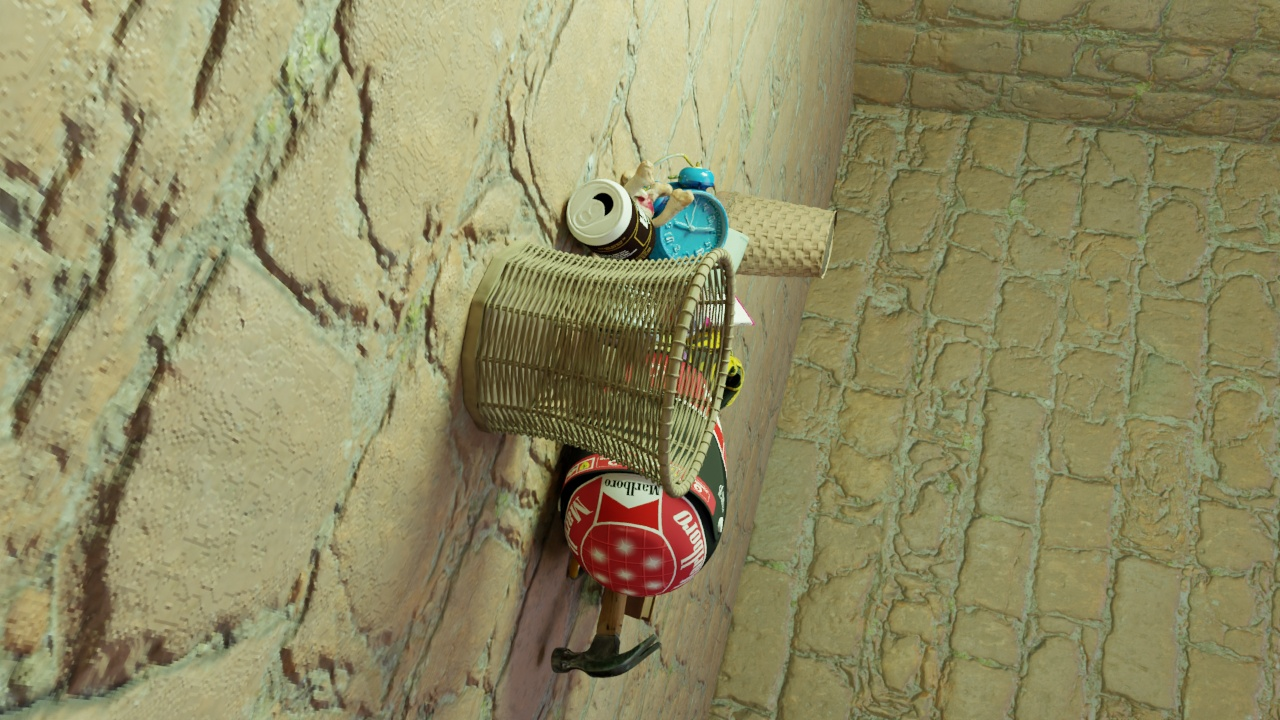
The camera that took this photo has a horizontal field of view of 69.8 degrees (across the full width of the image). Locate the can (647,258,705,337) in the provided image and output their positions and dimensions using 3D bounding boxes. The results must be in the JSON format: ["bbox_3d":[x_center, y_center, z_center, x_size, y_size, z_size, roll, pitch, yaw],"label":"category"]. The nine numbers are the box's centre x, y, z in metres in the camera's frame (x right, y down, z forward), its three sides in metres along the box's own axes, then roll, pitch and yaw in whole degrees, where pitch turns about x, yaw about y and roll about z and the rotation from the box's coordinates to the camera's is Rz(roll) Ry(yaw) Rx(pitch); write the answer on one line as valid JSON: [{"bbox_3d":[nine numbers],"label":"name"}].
[{"bbox_3d":[0.053,-0.096,1.324,0.136,0.078,0.078,75,30,-58],"label":"can"}]

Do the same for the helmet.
[{"bbox_3d":[0.004,0.158,1.095,0.224,0.198,0.271,-73,165,-50],"label":"helmet"}]

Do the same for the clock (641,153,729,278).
[{"bbox_3d":[0.053,-0.190,1.200,0.060,0.116,0.161,36,-29,63],"label":"clock"}]

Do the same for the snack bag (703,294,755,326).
[{"bbox_3d":[0.126,-0.084,1.532,0.016,0.070,0.196,-41,160,30],"label":"snack bag"}]

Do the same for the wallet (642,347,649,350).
[{"bbox_3d":[-0.007,0.007,1.203,0.121,0.013,0.087,-50,-162,58],"label":"wallet"}]

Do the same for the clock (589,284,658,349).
[{"bbox_3d":[-0.017,-0.044,1.105,0.118,0.083,0.057,63,34,-64],"label":"clock"}]

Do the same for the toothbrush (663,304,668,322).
[{"bbox_3d":[0.005,-0.004,1.261,0.184,0.015,0.015,-65,169,0],"label":"toothbrush"}]

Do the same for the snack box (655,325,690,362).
[{"bbox_3d":[0.046,0.047,1.330,0.143,0.041,0.147,62,25,-54],"label":"snack box"}]

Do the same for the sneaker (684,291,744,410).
[{"bbox_3d":[0.121,-0.017,1.539,0.086,0.122,0.238,80,26,-56],"label":"sneaker"}]

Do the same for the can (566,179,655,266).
[{"bbox_3d":[-0.031,-0.147,1.002,0.128,0.072,0.072,27,74,-74],"label":"can"}]

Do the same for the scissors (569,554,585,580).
[{"bbox_3d":[-0.051,0.219,1.286,0.226,0.016,0.224,80,26,-54],"label":"scissors"}]

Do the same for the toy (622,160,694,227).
[{"bbox_3d":[-0.002,-0.181,1.110,0.085,0.074,0.106,28,94,-41],"label":"toy"}]

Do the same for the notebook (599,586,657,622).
[{"bbox_3d":[0.000,0.258,1.320,0.169,0.022,0.210,-17,-124,67],"label":"notebook"}]

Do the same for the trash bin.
[{"bbox_3d":[0.229,-0.212,1.626,0.151,0.210,0.151,12,89,-74],"label":"trash bin"}]

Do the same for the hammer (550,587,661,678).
[{"bbox_3d":[-0.020,0.259,1.224,0.033,0.132,0.329,64,29,-44],"label":"hammer"}]

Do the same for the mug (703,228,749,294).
[{"bbox_3d":[0.120,-0.169,1.534,0.111,0.084,0.104,-151,-99,-77],"label":"mug"}]

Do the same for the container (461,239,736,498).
[{"bbox_3d":[-0.033,-0.005,0.854,0.226,0.196,0.227,12,89,-75],"label":"container"}]
